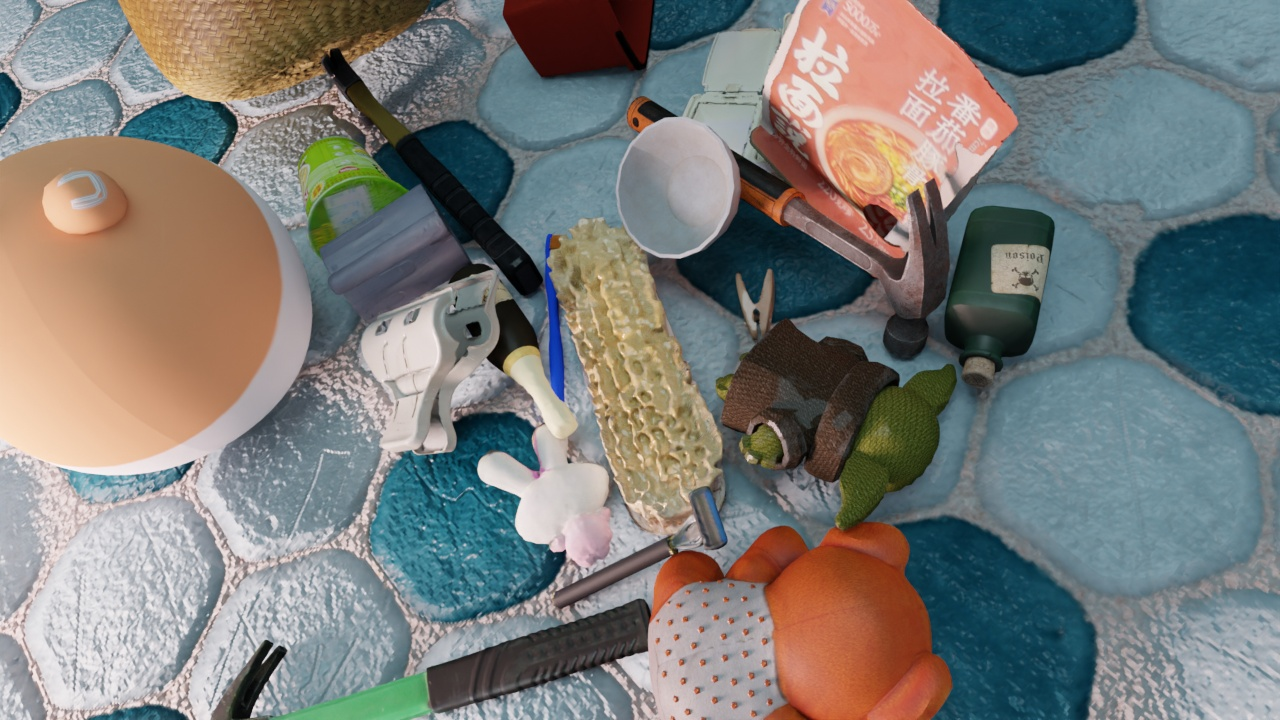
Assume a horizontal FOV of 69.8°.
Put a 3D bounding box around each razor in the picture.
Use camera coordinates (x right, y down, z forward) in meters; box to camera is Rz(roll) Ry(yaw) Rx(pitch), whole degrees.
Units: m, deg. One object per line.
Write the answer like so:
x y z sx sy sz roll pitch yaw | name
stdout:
-0.002 0.134 0.616 0.145 0.022 0.042 -33 55 25 | razor

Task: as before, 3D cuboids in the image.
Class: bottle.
0.253 -0.041 0.656 0.061 0.061 0.131 11 63 22 | bottle
-0.100 -0.007 0.732 0.045 0.045 0.184 -33 54 -6 | bottle

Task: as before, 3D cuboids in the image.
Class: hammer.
0.101 -0.137 0.706 0.034 0.138 0.314 -34 56 -24 | hammer
-0.198 -0.179 0.840 0.025 0.118 0.333 -40 63 -7 | hammer
-0.143 0.223 0.622 0.319 0.032 0.130 -18 56 3 | hammer

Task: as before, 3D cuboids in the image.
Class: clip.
0.098 -0.046 0.724 0.041 0.024 0.060 -17 65 7 | clip
-0.176 -0.001 0.715 0.126 0.095 0.152 -12 56 49 | clip

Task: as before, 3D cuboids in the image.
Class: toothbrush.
-0.069 -0.035 0.765 0.018 0.016 0.182 -9 58 4 | toothbrush

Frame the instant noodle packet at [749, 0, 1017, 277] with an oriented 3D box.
0.169 -0.173 0.640 0.084 0.221 0.164 -37 80 -10 | instant noodle packet

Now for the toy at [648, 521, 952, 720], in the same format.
0.092 0.175 0.559 0.173 0.093 0.163 -21 53 17 | toy

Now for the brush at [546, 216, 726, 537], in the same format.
-0.004 0.004 0.699 0.083 0.057 0.271 -18 57 0 | brush

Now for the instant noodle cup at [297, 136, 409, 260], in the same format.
-0.270 -0.151 0.848 0.099 0.099 0.108 -33 50 -6 | instant noodle cup

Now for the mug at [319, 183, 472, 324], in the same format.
-0.208 -0.089 0.777 0.104 0.124 0.084 -32 100 -4 | mug

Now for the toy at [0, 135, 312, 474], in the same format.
-0.405 -0.050 0.710 0.262 0.281 0.265 -29 77 -3 | toy

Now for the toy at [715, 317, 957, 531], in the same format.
0.128 0.035 0.631 0.153 0.078 0.178 29 47 23 | toy

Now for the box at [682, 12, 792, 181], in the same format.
0.110 -0.229 0.814 0.144 0.050 0.183 6 63 18 | box

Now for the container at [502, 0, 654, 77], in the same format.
-0.021 -0.366 0.885 0.201 0.127 0.147 -8 58 22 | container

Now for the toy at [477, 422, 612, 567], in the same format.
-0.062 0.099 0.670 0.079 0.038 0.122 -29 56 -18 | toy

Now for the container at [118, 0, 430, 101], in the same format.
-0.355 -0.383 0.889 0.307 0.196 0.306 -22 18 7 | container

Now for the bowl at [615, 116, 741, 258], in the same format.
0.035 -0.132 0.711 0.106 0.039 0.106 4 97 35 | bowl
